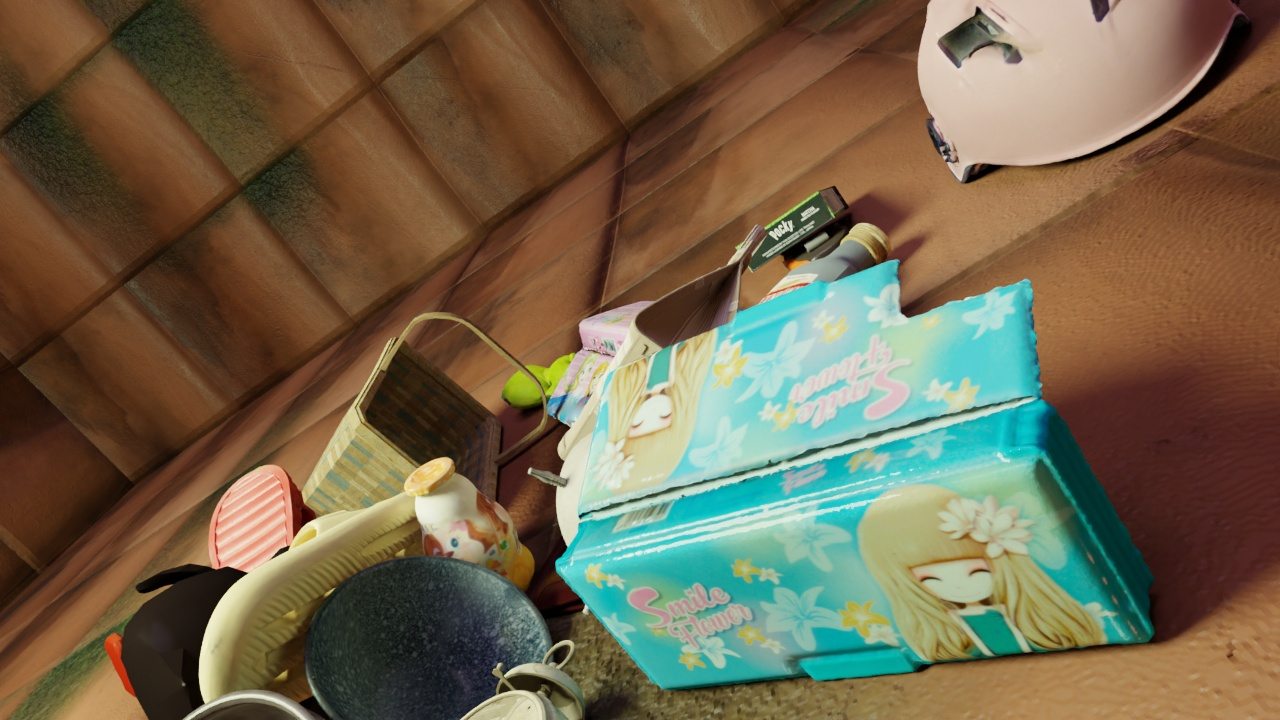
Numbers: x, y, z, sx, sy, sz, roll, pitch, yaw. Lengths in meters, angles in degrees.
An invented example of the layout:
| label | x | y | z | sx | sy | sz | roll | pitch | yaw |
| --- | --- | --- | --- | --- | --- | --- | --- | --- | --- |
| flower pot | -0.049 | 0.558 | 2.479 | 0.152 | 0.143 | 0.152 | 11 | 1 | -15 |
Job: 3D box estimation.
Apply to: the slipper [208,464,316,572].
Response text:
| label | x | y | z | sx | sy | sz | roll | pitch | yaw |
| --- | --- | --- | --- | --- | --- | --- | --- | --- | --- |
| slipper | -0.324 | 0.195 | 0.818 | 0.103 | 0.059 | 0.248 | -35 | 48 | 5 |

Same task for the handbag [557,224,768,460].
| label | x | y | z | sx | sy | sz | roll | pitch | yaw |
| --- | --- | --- | --- | --- | --- | --- | --- | --- | --- |
| handbag | 0.038 | -0.023 | 0.635 | 0.197 | 0.062 | 0.176 | -53 | -2 | -35 |

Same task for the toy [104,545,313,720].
| label | x | y | z | sx | sy | sz | roll | pitch | yaw |
| --- | --- | --- | --- | --- | --- | --- | --- | --- | --- |
| toy | -0.261 | 0.196 | 0.663 | 0.183 | 0.159 | 0.140 | -28 | -5 | -41 |

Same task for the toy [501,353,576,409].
| label | x | y | z | sx | sy | sz | roll | pitch | yaw |
| --- | --- | --- | --- | --- | --- | --- | --- | --- | --- |
| toy | -0.104 | 0.023 | 0.969 | 0.093 | 0.036 | 0.094 | -31 | 24 | 1 |

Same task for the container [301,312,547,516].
| label | x | y | z | sx | sy | sz | roll | pitch | yaw |
| --- | --- | --- | --- | --- | --- | --- | --- | --- | --- |
| container | -0.190 | 0.057 | 0.859 | 0.186 | 0.157 | 0.249 | -46 | 16 | 8 |

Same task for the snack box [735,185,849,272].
| label | x | y | z | sx | sy | sz | roll | pitch | yaw |
| --- | --- | --- | --- | --- | --- | --- | --- | --- | --- |
| snack box | 0.137 | -0.118 | 0.808 | 0.080 | 0.025 | 0.147 | -33 | 1 | 21 |

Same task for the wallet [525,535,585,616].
| label | x | y | z | sx | sy | sz | roll | pitch | yaw |
| --- | --- | --- | --- | --- | --- | --- | --- | --- | --- |
| wallet | -0.026 | 0.124 | 0.593 | 0.116 | 0.018 | 0.091 | -25 | 21 | 39 |

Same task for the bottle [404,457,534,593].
| label | x | y | z | sx | sy | sz | roll | pitch | yaw |
| --- | --- | --- | --- | --- | --- | --- | --- | --- | --- |
| bottle | -0.117 | 0.118 | 0.617 | 0.063 | 0.109 | 0.063 | -22 | 21 | 9 |

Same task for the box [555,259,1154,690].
| label | x | y | z | sx | sy | sz | roll | pitch | yaw |
| --- | --- | --- | --- | --- | --- | --- | --- | --- | --- |
| box | 0.062 | 0.052 | 0.377 | 0.228 | 0.170 | 0.085 | -22 | -11 | 39 |

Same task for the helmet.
| label | x | y | z | sx | sy | sz | roll | pitch | yaw |
| --- | --- | --- | --- | --- | --- | --- | --- | --- | --- |
| helmet | 0.321 | -0.258 | 0.706 | 0.231 | 0.152 | 0.254 | -22 | 28 | 31 |

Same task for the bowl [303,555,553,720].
| label | x | y | z | sx | sy | sz | roll | pitch | yaw |
| --- | --- | --- | --- | --- | --- | --- | --- | --- | --- |
| bowl | -0.122 | 0.181 | 0.526 | 0.136 | 0.137 | 0.057 | -68 | -4 | -59 |

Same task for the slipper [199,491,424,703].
| label | x | y | z | sx | sy | sz | roll | pitch | yaw |
| --- | --- | --- | --- | --- | --- | --- | --- | --- | --- |
| slipper | -0.202 | 0.143 | 0.593 | 0.079 | 0.111 | 0.261 | 13 | 7 | 14 |

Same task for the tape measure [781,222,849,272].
| label | x | y | z | sx | sy | sz | roll | pitch | yaw |
| --- | --- | --- | --- | --- | --- | --- | --- | --- | --- |
| tape measure | 0.150 | -0.087 | 0.759 | 0.058 | 0.038 | 0.058 | -34 | 18 | 10 |

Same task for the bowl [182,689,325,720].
| label | x | y | z | sx | sy | sz | roll | pitch | yaw |
| --- | --- | --- | --- | --- | --- | --- | --- | --- | --- |
| bowl | -0.180 | 0.240 | 0.446 | 0.145 | 0.067 | 0.144 | -11 | 62 | 21 |

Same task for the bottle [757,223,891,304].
| label | x | y | z | sx | sy | sz | roll | pitch | yaw |
| --- | --- | --- | --- | --- | --- | --- | --- | --- | --- |
| bottle | 0.124 | -0.041 | 0.675 | 0.161 | 0.046 | 0.072 | -43 | 18 | -21 |

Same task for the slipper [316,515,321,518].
| label | x | y | z | sx | sy | sz | roll | pitch | yaw |
| --- | --- | --- | --- | --- | --- | --- | --- | --- | --- |
| slipper | -0.367 | 0.219 | 0.928 | 0.111 | 0.063 | 0.263 | -32 | 21 | 14 |

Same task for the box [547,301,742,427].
| label | x | y | z | sx | sy | sz | roll | pitch | yaw |
| --- | --- | --- | --- | --- | --- | --- | --- | --- | --- |
| box | -0.012 | -0.004 | 0.825 | 0.160 | 0.063 | 0.231 | -41 | 18 | -13 |

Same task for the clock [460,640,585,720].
| label | x | y | z | sx | sy | sz | roll | pitch | yaw |
| --- | --- | --- | --- | --- | --- | --- | --- | --- | --- |
| clock | -0.060 | 0.186 | 0.434 | 0.093 | 0.054 | 0.140 | -27 | 22 | 30 |

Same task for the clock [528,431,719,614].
| label | x | y | z | sx | sy | sz | roll | pitch | yaw |
| --- | --- | --- | --- | --- | --- | --- | --- | --- | --- |
| clock | 0.016 | 0.075 | 0.528 | 0.156 | 0.103 | 0.061 | -18 | -6 | -42 |
